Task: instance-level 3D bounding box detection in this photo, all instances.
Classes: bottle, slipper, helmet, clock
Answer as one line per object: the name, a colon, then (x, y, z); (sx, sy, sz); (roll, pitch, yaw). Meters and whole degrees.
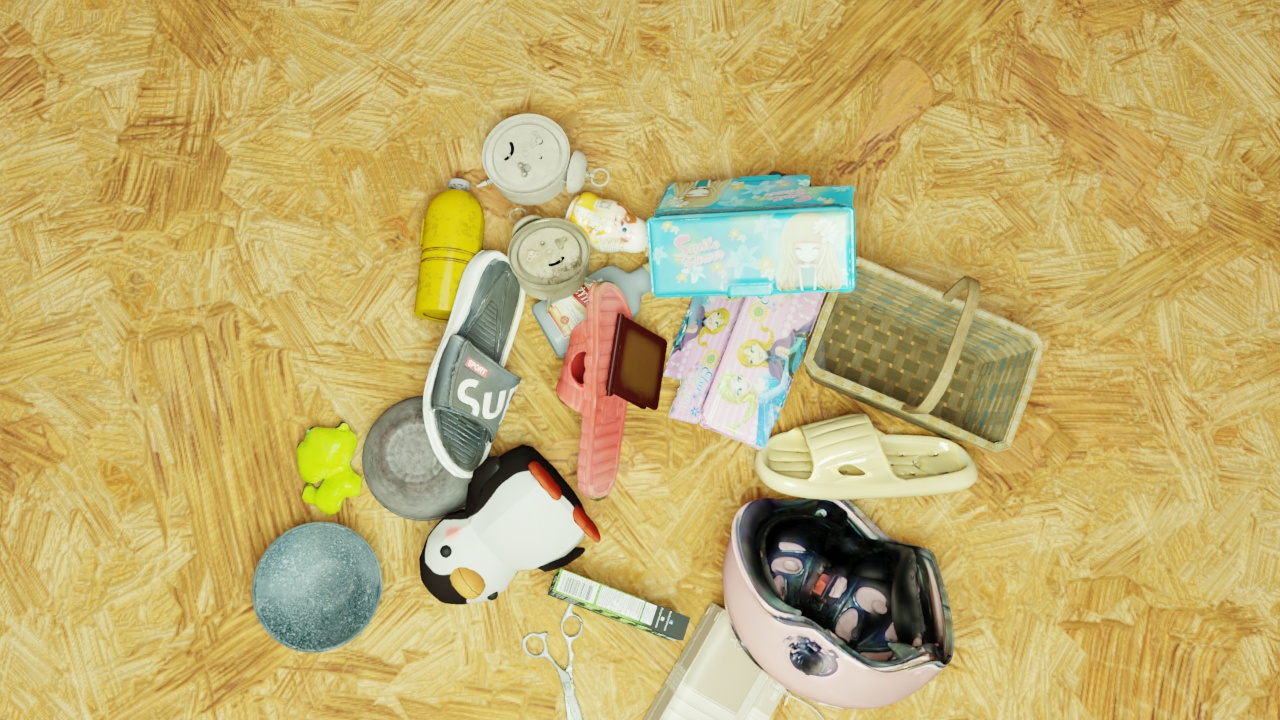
bottle: (-0.042, -0.070, 1.085); (0.161, 0.046, 0.072); (-29, 83, -8)
slipper: (-0.170, -0.002, 1.016); (0.063, 0.111, 0.263); (-8, 59, 32)
helmet: (0.192, 0.259, 0.973); (0.255, 0.229, 0.153); (23, 124, -6)
bottle: (-0.034, -0.157, 1.091); (0.109, 0.063, 0.063); (21, 79, 4)
slipper: (-0.056, 0.033, 1.034); (0.059, 0.103, 0.249); (8, 100, 24)
clock: (-0.113, -0.232, 1.104); (0.157, 0.061, 0.103); (13, 77, 6)
slipper: (0.259, 0.098, 1.039); (0.261, 0.111, 0.079); (2, 118, -7)
clock: (-0.113, -0.126, 1.066); (0.093, 0.055, 0.140); (-30, 65, -12)
bottle: (-0.222, -0.131, 1.073); (0.071, 0.071, 0.163); (5, 80, -3)

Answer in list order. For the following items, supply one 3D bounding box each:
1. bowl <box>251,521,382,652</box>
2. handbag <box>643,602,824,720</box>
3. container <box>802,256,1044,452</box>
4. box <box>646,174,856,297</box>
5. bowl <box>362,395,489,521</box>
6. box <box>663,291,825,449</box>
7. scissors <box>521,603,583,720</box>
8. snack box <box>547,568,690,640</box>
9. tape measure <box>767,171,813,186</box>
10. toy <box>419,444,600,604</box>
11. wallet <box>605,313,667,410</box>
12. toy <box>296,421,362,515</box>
bowl: (-0.346, 0.246, 1.004); (0.137, 0.057, 0.137); (1, 80, -3)
handbag: (0.121, 0.399, 1.017); (0.198, 0.062, 0.175); (33, 80, -6)
container: (0.318, -0.007, 1.025); (0.250, 0.186, 0.157); (23, 79, 1)
box: (0.124, -0.152, 1.026); (0.227, 0.085, 0.170); (0, 70, 16)
bowl: (-0.246, 0.106, 1.030); (0.145, 0.067, 0.145); (1, 80, -4)
box: (0.112, -0.028, 1.056); (0.160, 0.063, 0.230); (18, 78, 21)
scissors: (-0.073, 0.350, 1.024); (0.117, 0.014, 0.161); (-38, 82, -9)
snack box: (-0.026, 0.268, 1.003); (0.147, 0.080, 0.025); (21, 71, -3)
tape measure: (0.176, -0.196, 1.128); (0.058, 0.038, 0.058); (17, 65, -1)
toy: (-0.160, 0.186, 1.008); (0.184, 0.140, 0.159); (-38, 117, 0)
wallet: (-0.006, 0.006, 1.042); (0.018, 0.115, 0.091); (4, 78, 27)
toy: (-0.352, 0.120, 1.038); (0.094, 0.036, 0.093); (-42, 90, -3)
